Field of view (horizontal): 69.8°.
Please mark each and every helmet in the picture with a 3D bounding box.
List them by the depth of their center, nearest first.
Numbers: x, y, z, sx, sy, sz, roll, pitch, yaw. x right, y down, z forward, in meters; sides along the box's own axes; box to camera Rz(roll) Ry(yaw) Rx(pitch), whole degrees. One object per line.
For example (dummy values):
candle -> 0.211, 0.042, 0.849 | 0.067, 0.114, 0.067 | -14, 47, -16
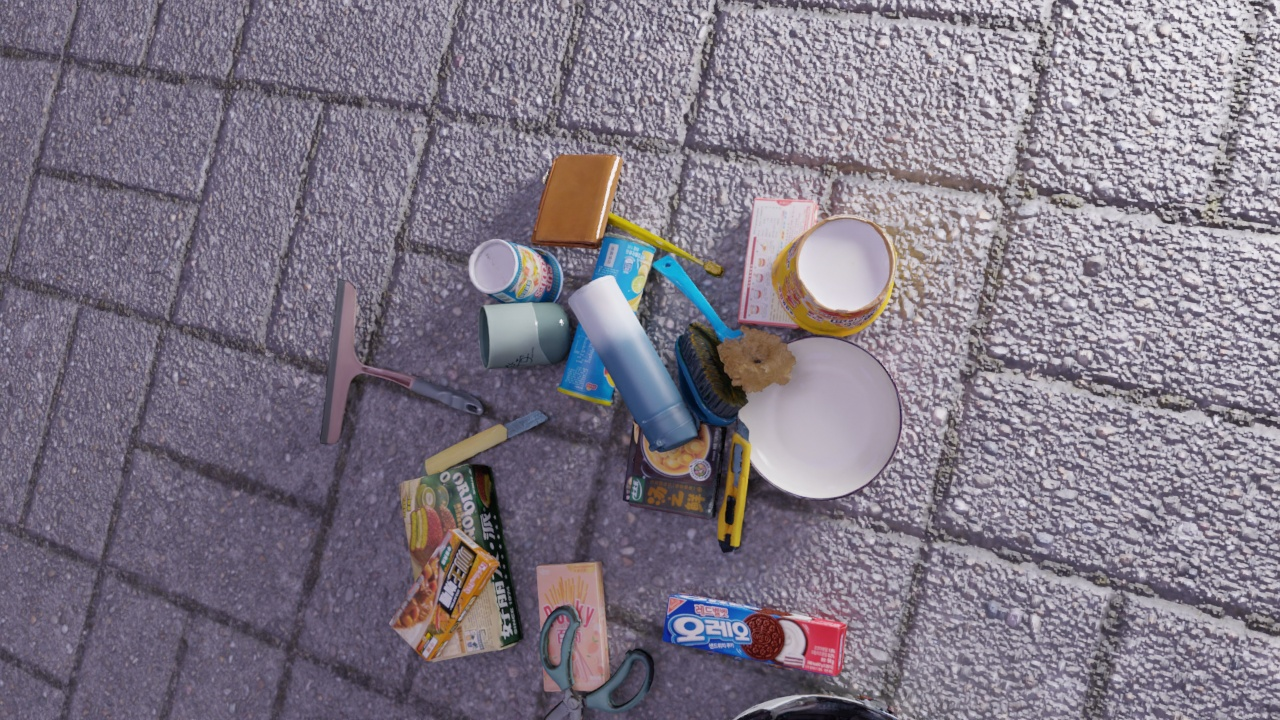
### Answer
helmet -> 0.203, 0.461, 0.969 | 0.274, 0.157, 0.230 | 4, 83, 10

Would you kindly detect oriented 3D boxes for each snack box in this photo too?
snack box -> 0.130, 0.317, 1.066 | 0.208, 0.057, 0.058 | 5, 82, 22
snack box -> 0.168, -0.118, 1.120 | 0.077, 0.027, 0.155 | 7, 86, 21
snack box -> 0.037, 0.130, 1.132 | 0.126, 0.053, 0.113 | 6, 86, 16
snack box -> -0.249, 0.295, 1.160 | 0.075, 0.026, 0.154 | 36, 98, 20
snack box -> -0.085, 0.336, 1.161 | 0.085, 0.026, 0.157 | -8, 81, 19
snack box -> -0.238, 0.265, 1.209 | 0.115, 0.063, 0.240 | -17, 78, 18

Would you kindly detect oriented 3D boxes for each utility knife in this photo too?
utility knife -> 0.111, 0.152, 1.089 | 0.033, 0.015, 0.171 | 16, 107, 39
utility knife -> -0.217, 0.113, 1.242 | 0.213, 0.022, 0.031 | -27, 76, 23

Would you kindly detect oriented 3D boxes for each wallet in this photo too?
wallet -> -0.086, -0.211, 1.214 | 0.108, 0.031, 0.131 | 5, 71, 23

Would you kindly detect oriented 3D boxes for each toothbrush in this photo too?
toothbrush -> 0.026, -0.152, 1.183 | 0.190, 0.016, 0.016 | 29, 93, 21

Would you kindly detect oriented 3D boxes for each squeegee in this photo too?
squeegee -> -0.323, 0.034, 1.282 | 0.250, 0.040, 0.248 | 16, 105, 16

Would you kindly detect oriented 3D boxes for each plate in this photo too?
plate -> 0.210, 0.067, 1.075 | 0.193, 0.039, 0.192 | -3, 82, 21

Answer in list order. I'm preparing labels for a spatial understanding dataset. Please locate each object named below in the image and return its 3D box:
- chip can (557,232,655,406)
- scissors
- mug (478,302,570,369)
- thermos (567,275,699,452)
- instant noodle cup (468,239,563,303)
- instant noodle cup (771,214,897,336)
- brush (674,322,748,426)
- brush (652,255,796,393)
chip can -> -0.042, -0.052, 1.169 | 0.071, 0.071, 0.210 | 16, 89, 22
scissors -> -0.054, 0.386, 1.120 | 0.181, 0.019, 0.170 | -5, 81, 18
mug -> -0.153, -0.026, 1.193 | 0.106, 0.112, 0.082 | -5, 62, -20
thermos -> -0.006, 0.006, 1.090 | 0.070, 0.070, 0.220 | -32, 82, 14
instant noodle cup -> -0.168, -0.112, 1.202 | 0.099, 0.109, 0.099 | -2, 83, 20
instant noodle cup -> 0.224, -0.099, 1.036 | 0.138, 0.110, 0.138 | 0, 86, 6
brush -> 0.077, 0.024, 1.109 | 0.074, 0.055, 0.143 | -57, 40, 36
brush -> 0.091, -0.052, 1.105 | 0.083, 0.046, 0.254 | -31, 54, -11
